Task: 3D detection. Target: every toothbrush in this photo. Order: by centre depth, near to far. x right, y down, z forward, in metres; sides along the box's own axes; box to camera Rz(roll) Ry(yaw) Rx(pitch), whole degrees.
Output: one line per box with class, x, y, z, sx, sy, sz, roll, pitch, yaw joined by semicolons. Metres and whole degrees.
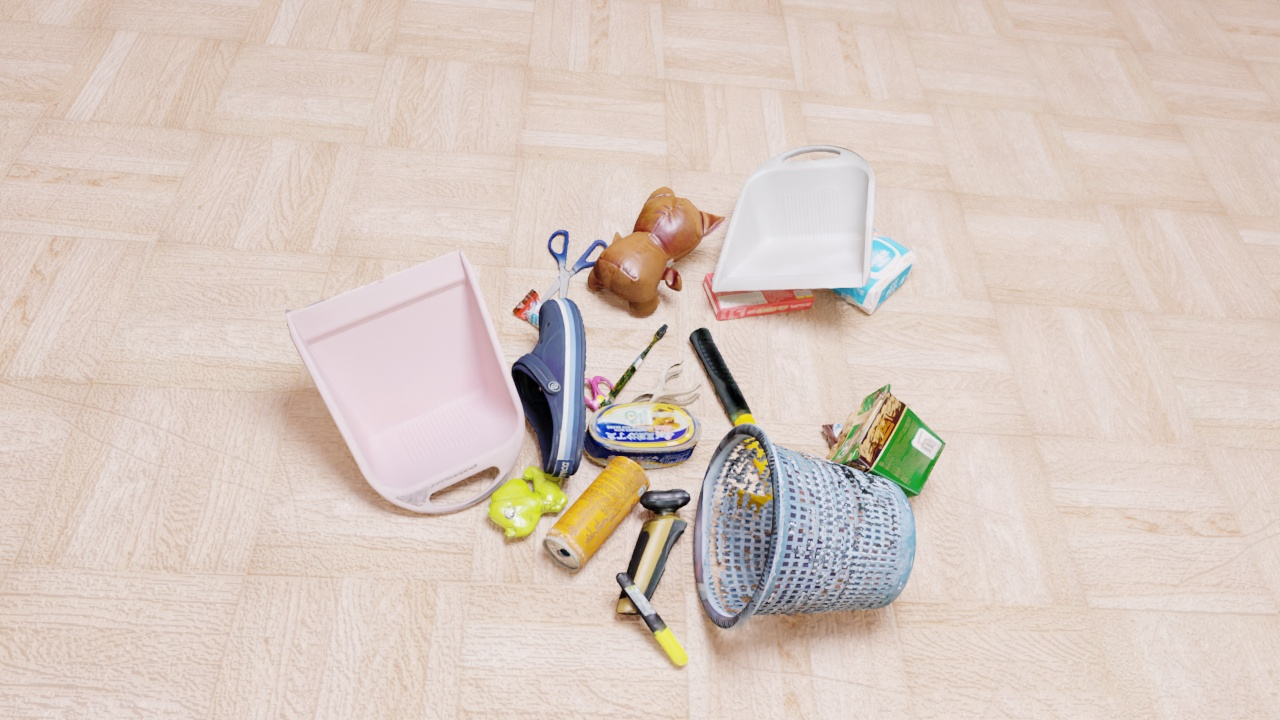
toothbrush;-0.007;0.007;1.254;0.012;0.017;0.185;38;49;0

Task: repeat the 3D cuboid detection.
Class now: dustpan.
dustpan;-0.253;0.036;1.086;0.222;0.274;0.139;-26;37;-14
dustpan;0.233;-0.215;1.341;0.223;0.143;0.257;0;25;23

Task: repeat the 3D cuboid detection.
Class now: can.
can;-0.051;0.181;1.097;0.058;0.058;0.145;33;55;17
can;0.003;0.095;1.169;0.148;0.049;0.074;1;59;-13

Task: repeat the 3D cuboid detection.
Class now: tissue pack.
tissue pack;0.350;-0.139;1.396;0.090;0.063;0.139;37;57;21

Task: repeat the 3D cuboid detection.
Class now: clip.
clip;0.041;0.048;1.229;0.094;0.035;0.102;30;59;16

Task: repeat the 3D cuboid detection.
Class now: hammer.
hammer;0.135;0.077;1.221;0.128;0.033;0.300;-13;55;-18

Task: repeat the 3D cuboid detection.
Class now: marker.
marker;0.012;0.288;1.023;0.018;0.015;0.124;-35;86;-30

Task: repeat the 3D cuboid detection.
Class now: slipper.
slipper;-0.119;0.034;1.167;0.095;0.105;0.252;6;54;-17

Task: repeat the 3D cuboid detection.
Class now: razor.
razor;0.010;0.223;1.079;0.067;0.062;0.167;37;56;-20

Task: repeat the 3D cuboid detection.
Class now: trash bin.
trash bin;0.190;0.198;1.039;0.195;0.227;0.226;11;51;-16

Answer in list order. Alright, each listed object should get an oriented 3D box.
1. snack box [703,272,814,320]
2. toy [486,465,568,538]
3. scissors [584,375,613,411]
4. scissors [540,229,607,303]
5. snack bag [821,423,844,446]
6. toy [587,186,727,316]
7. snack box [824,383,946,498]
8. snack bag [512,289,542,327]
snack box;0.177;-0.104;1.369;0.152;0.026;0.075;-8;53;-14
toy;-0.139;0.170;1.112;0.100;0.031;0.096;-6;50;-17
scissors;-0.047;0.076;1.207;0.054;0.017;0.133;-6;57;-23
scissors;-0.102;-0.133;1.364;0.155;0.012;0.166;-13;57;-16
snack bag;0.298;0.096;1.231;0.105;0.026;0.045;-11;62;-12
toy;0.022;-0.162;1.340;0.140;0.130;0.199;33;76;15
snack box;0.310;0.114;1.151;0.105;0.118;0.118;32;74;1
snack bag;-0.129;-0.055;1.287;0.104;0.026;0.048;40;91;23
